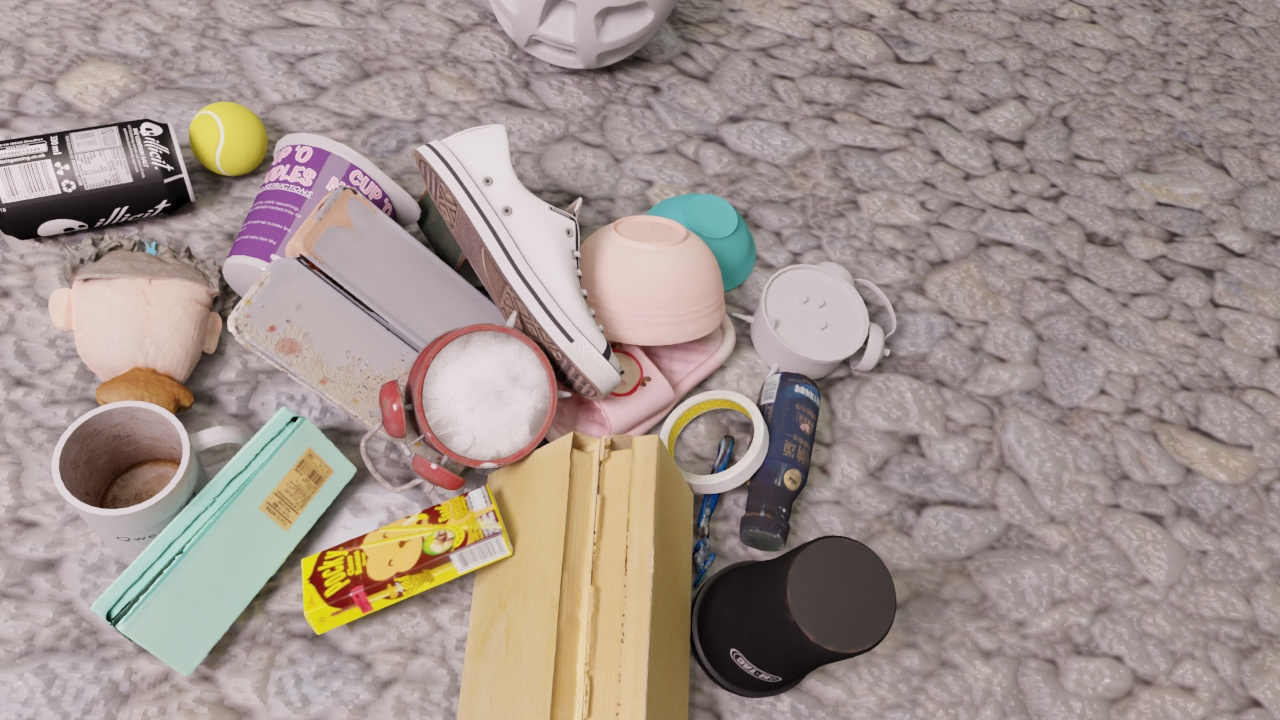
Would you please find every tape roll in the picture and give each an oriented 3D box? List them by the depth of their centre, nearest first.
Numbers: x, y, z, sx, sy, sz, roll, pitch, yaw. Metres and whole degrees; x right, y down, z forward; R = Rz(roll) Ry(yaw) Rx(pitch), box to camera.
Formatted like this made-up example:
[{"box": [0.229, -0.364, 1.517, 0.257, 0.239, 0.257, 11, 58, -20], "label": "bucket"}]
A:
[{"box": [0.062, 0.069, 0.788, 0.094, 0.019, 0.093, -13, 50, 16], "label": "tape roll"}]

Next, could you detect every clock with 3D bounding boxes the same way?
[{"box": [-0.141, 0.039, 0.711, 0.156, 0.062, 0.110, -37, 103, -19], "label": "clock"}, {"box": [0.177, -0.041, 0.883, 0.159, 0.061, 0.119, -15, 66, -20], "label": "clock"}]

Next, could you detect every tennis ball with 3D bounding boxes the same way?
[{"box": [-0.372, -0.200, 0.829, 0.065, 0.065, 0.065, 6, 60, -11], "label": "tennis ball"}]

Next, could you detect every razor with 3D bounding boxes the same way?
[{"box": [0.061, 0.122, 0.781, 0.018, 0.044, 0.140, 16, 52, 0], "label": "razor"}]

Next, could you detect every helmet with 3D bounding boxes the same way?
[{"box": [-0.059, -0.441, 0.973, 0.224, 0.184, 0.281, 14, 66, -13], "label": "helmet"}]

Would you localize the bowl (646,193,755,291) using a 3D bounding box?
[{"box": [0.064, -0.130, 0.912, 0.121, 0.046, 0.121, 6, 60, -11], "label": "bowl"}]

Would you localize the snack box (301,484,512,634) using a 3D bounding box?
[{"box": [-0.173, 0.145, 0.676, 0.149, 0.026, 0.061, -21, 34, -10], "label": "snack box"}]

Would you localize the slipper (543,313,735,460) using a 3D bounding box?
[{"box": [-0.005, 0.005, 0.815, 0.221, 0.056, 0.107, -33, 72, -28], "label": "slipper"}]

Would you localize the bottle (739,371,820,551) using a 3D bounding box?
[{"box": [0.120, 0.086, 0.800, 0.056, 0.056, 0.160, 19, 59, -3], "label": "bottle"}]

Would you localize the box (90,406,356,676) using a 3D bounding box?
[{"box": [-0.285, 0.129, 0.660, 0.080, 0.078, 0.188, 32, 58, 6], "label": "box"}]

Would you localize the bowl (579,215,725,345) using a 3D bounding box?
[{"box": [0.005, -0.082, 0.816, 0.153, 0.076, 0.152, 3, 31, -2], "label": "bowl"}]

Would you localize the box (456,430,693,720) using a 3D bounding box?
[{"box": [-0.039, 0.187, 0.664, 0.184, 0.142, 0.248, 5, 60, -4], "label": "box"}]

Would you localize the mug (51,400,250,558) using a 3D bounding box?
[{"box": [-0.342, 0.080, 0.661, 0.119, 0.097, 0.083, -23, 69, -25], "label": "mug"}]

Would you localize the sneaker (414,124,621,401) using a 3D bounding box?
[{"box": [-0.077, -0.085, 0.746, 0.097, 0.091, 0.245, -34, 89, -18], "label": "sneaker"}]

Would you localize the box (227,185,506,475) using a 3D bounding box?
[{"box": [-0.197, -0.018, 0.734, 0.216, 0.043, 0.150, 42, 66, -26], "label": "box"}]

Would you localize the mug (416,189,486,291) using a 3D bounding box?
[{"box": [-0.142, -0.121, 0.842, 0.110, 0.085, 0.081, -9, 57, -54], "label": "mug"}]

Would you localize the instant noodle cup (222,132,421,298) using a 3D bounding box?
[{"box": [-0.273, -0.100, 0.768, 0.137, 0.122, 0.121, 18, 61, 6], "label": "instant noodle cup"}]

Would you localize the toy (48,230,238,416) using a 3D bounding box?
[{"box": [-0.389, -0.023, 0.722, 0.132, 0.076, 0.175, 5, 57, -29], "label": "toy"}]

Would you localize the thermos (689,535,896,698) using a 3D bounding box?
[{"box": [0.105, 0.181, 0.654, 0.106, 0.219, 0.105, 3, 68, -8], "label": "thermos"}]

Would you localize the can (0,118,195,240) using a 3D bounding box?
[{"box": [-0.462, -0.154, 0.771, 0.145, 0.080, 0.080, -17, 67, -22], "label": "can"}]
